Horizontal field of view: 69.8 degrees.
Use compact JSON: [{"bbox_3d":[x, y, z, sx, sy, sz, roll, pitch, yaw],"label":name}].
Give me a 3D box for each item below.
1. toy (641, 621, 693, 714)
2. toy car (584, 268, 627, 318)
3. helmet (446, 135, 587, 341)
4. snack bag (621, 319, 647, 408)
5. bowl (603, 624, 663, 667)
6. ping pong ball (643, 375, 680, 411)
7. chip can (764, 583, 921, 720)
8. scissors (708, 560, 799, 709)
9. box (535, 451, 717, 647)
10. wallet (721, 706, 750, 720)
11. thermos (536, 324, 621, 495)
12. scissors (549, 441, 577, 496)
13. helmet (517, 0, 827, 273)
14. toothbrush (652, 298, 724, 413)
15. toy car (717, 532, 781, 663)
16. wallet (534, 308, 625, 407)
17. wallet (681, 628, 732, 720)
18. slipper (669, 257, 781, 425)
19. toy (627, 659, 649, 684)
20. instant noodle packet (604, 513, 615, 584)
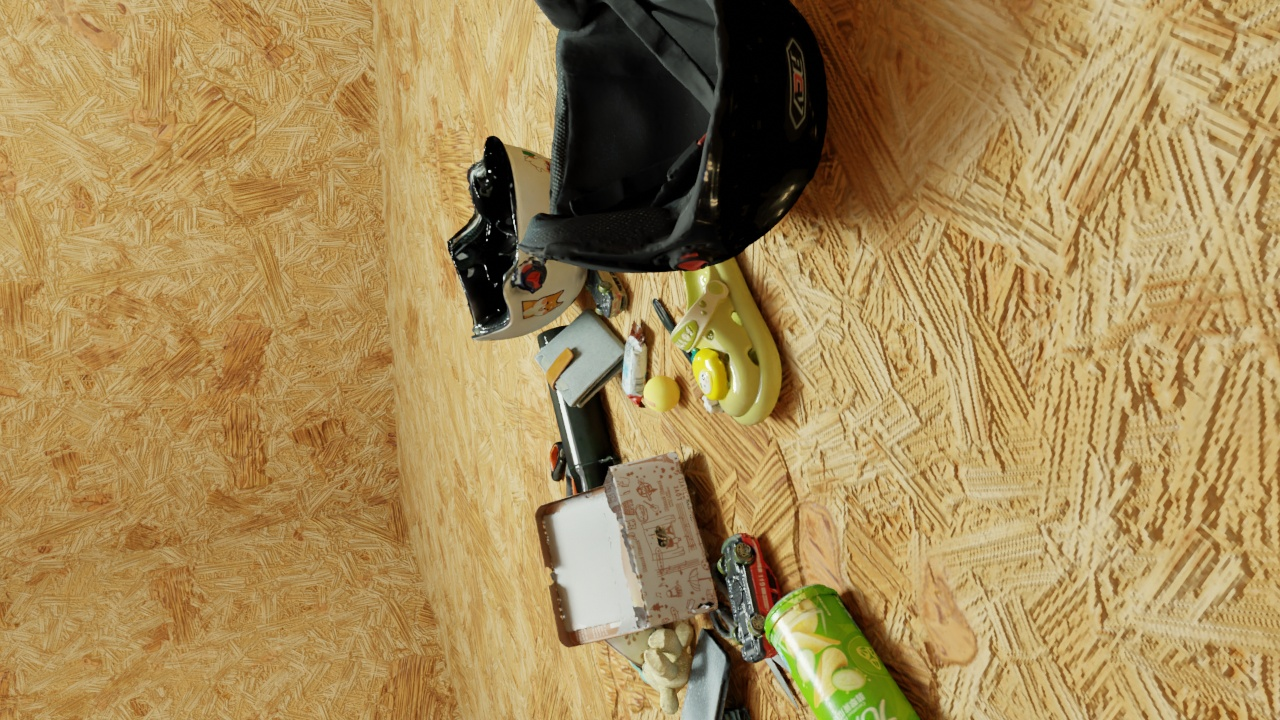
[{"bbox_3d":[0.029,0.351,1.059,0.157,0.066,0.105,79,-164,-60],"label":"toy"},{"bbox_3d":[-0.045,-0.092,1.138,0.090,0.035,0.042,-120,32,-42],"label":"toy car"},{"bbox_3d":[-0.143,-0.151,1.197,0.275,0.156,0.229,-65,37,38],"label":"helmet"},{"bbox_3d":[-0.006,0.006,1.094,0.045,0.026,0.105,-121,30,-60],"label":"snack bag"},{"bbox_3d":[-0.011,0.326,1.157,0.062,0.113,0.113,-53,30,0],"label":"bowl"},{"bbox_3d":[0.024,0.037,1.013,0.040,0.040,0.040,171,90,-68],"label":"ping pong ball"},{"bbox_3d":[0.173,0.273,0.702,0.221,0.072,0.073,-123,32,-44],"label":"chip can"},{"bbox_3d":[0.110,0.273,0.930,0.163,0.014,0.166,134,123,-64],"label":"scissors"},{"bbox_3d":[-0.015,0.221,1.055,0.273,0.130,0.179,-34,65,50],"label":"box"},{"bbox_3d":[0.103,0.443,0.986,0.107,0.040,0.133,124,132,-66],"label":"wallet"},{"bbox_3d":[-0.074,0.071,1.247,0.090,0.068,0.242,-26,75,43],"label":"thermos"},{"bbox_3d":[-0.115,0.139,1.415,0.225,0.021,0.221,160,100,-68],"label":"scissors"},{"bbox_3d":[0.027,-0.181,0.678,0.275,0.229,0.233,7,98,59],"label":"helmet"},{"bbox_3d":[0.046,-0.009,0.976,0.016,0.018,0.181,98,154,-43],"label":"toothbrush"},{"bbox_3d":[0.108,0.225,0.877,0.053,0.045,0.120,125,137,-57],"label":"toy car"},{"bbox_3d":[-0.078,-0.005,1.174,0.037,0.106,0.129,48,180,-38],"label":"wallet"},{"bbox_3d":[0.073,0.363,0.995,0.097,0.019,0.121,-161,81,-78],"label":"wallet"},{"bbox_3d":[0.063,-0.026,0.844,0.092,0.081,0.190,116,142,-59],"label":"slipper"},{"bbox_3d":[0.001,0.393,1.199,0.092,0.030,0.096,35,168,47],"label":"toy"},{"bbox_3d":[-0.058,0.254,1.295,0.111,0.044,0.129,45,138,49],"label":"instant noodle packet"}]
